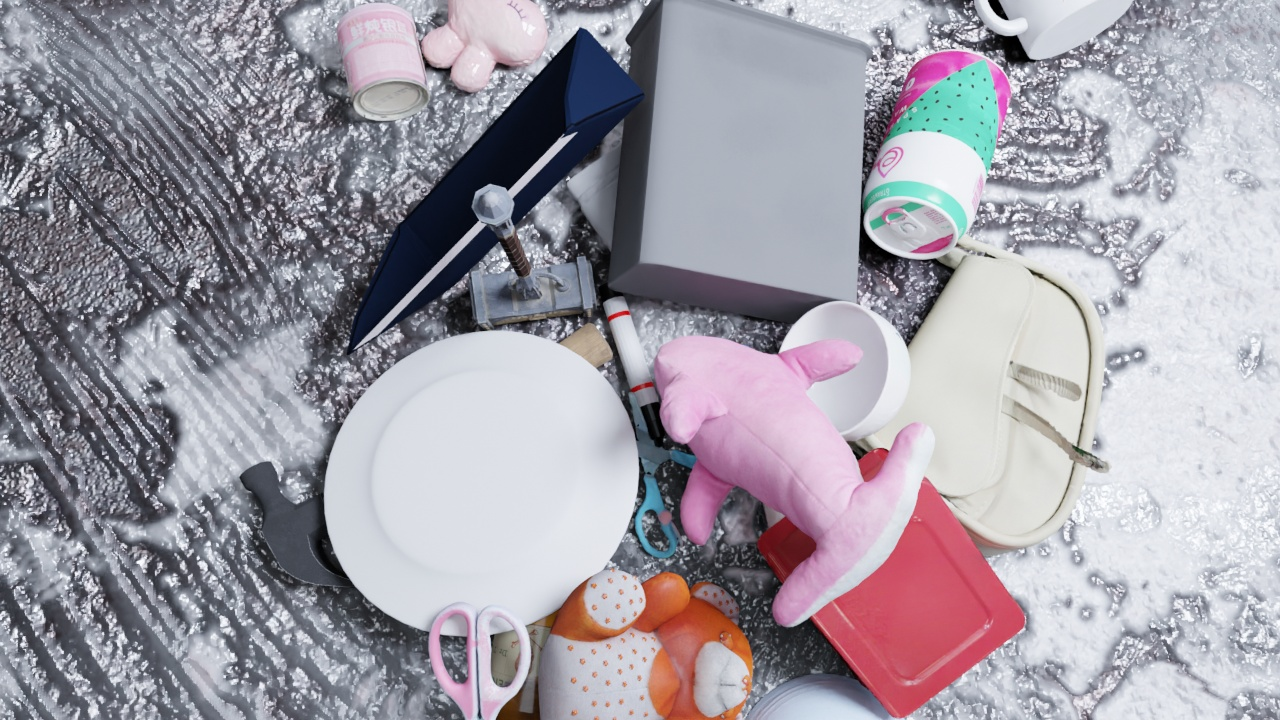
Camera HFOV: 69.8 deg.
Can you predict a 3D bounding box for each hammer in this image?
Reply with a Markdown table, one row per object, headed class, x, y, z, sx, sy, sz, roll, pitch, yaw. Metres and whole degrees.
| class | x | y | z | sx | sy | sz | roll | pitch | yaw |
| --- | --- | --- | --- | --- | --- | --- | --- | --- | --- |
| hammer | -0.156 | 0.067 | 0.738 | 0.305 | 0.040 | 0.132 | -32 | 77 | -8 |
| hammer | -0.082 | -0.066 | 0.619 | 0.098 | 0.322 | 0.044 | -8 | 85 | -3 |

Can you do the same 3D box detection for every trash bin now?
| class | x | y | z | sx | sy | sz | roll | pitch | yaw |
| --- | --- | --- | --- | --- | --- | --- | --- | --- | --- |
| trash bin | 0.080 | -0.157 | 0.736 | 0.191 | 0.098 | 0.219 | 9 | 78 | -19 |

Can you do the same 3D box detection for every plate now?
| class | x | y | z | sx | sy | sz | roll | pitch | yaw |
| --- | --- | --- | --- | --- | --- | --- | --- | --- | --- |
| plate | -0.123 | 0.083 | 0.695 | 0.242 | 0.016 | 0.242 | -2 | 65 | 4 |

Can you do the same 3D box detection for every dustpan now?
| class | x | y | z | sx | sy | sz | roll | pitch | yaw |
| --- | --- | --- | --- | --- | --- | --- | --- | --- | --- |
| dustpan | -0.112 | -0.147 | 0.697 | 0.237 | 0.272 | 0.080 | -39 | 97 | 26 |

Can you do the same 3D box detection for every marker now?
| class | x | y | z | sx | sy | sz | roll | pitch | yaw |
| --- | --- | --- | --- | --- | --- | --- | --- | --- | --- |
| marker | -0.005 | 0.004 | 0.760 | 0.019 | 0.019 | 0.145 | -17 | 78 | -5 |

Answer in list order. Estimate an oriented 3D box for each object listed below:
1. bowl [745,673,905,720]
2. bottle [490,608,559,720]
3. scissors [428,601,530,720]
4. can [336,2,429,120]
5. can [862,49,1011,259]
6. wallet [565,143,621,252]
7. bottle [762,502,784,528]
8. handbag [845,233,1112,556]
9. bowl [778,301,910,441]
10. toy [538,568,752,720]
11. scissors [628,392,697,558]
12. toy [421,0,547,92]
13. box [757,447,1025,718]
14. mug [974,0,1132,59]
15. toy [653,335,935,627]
| class | x | y | z | sx | sy | sz | roll | pitch | yaw |
| --- | --- | --- | --- | --- | --- | --- | --- | --- | --- |
| bowl | 0.143 | 0.311 | 0.667 | 0.150 | 0.075 | 0.150 | 0 | 78 | -1 |
| bottle | -0.081 | 0.238 | 0.683 | 0.068 | 0.068 | 0.156 | 9 | 78 | 1 |
| scissors | -0.111 | 0.254 | 0.645 | 0.077 | 0.017 | 0.174 | 0 | 95 | 11 |
| can | -0.221 | -0.257 | 0.790 | 0.067 | 0.067 | 0.076 | -14 | 79 | -4 |
| can | 0.242 | -0.170 | 0.753 | 0.088 | 0.088 | 0.165 | 23 | 66 | 4 |
| wallet | -0.001 | -0.126 | 0.783 | 0.086 | 0.032 | 0.116 | -31 | 88 | -6 |
| bottle | 0.117 | 0.089 | 0.727 | 0.051 | 0.051 | 0.146 | -12 | 78 | -4 |
| handbag | 0.272 | 0.020 | 0.712 | 0.184 | 0.132 | 0.228 | 29 | 77 | 13 |
| bowl | 0.159 | 0.011 | 0.702 | 0.054 | 0.105 | 0.104 | 14 | 73 | -42 |
| toy | 0.014 | 0.228 | 0.652 | 0.172 | 0.093 | 0.163 | 6 | 81 | -36 |
| scissors | 0.028 | 0.085 | 0.737 | 0.126 | 0.015 | 0.136 | -16 | 95 | -10 |
| toy | -0.140 | -0.291 | 0.811 | 0.108 | 0.053 | 0.105 | 42 | 95 | 7 |
| box | 0.176 | 0.160 | 0.667 | 0.129 | 0.086 | 0.158 | -37 | 108 | 2 |
| mug | 0.350 | -0.324 | 0.802 | 0.121 | 0.091 | 0.090 | -21 | 79 | -4 |
| toy | 0.072 | 0.049 | 0.635 | 0.127 | 0.265 | 0.187 | 30 | 100 | -36 |
